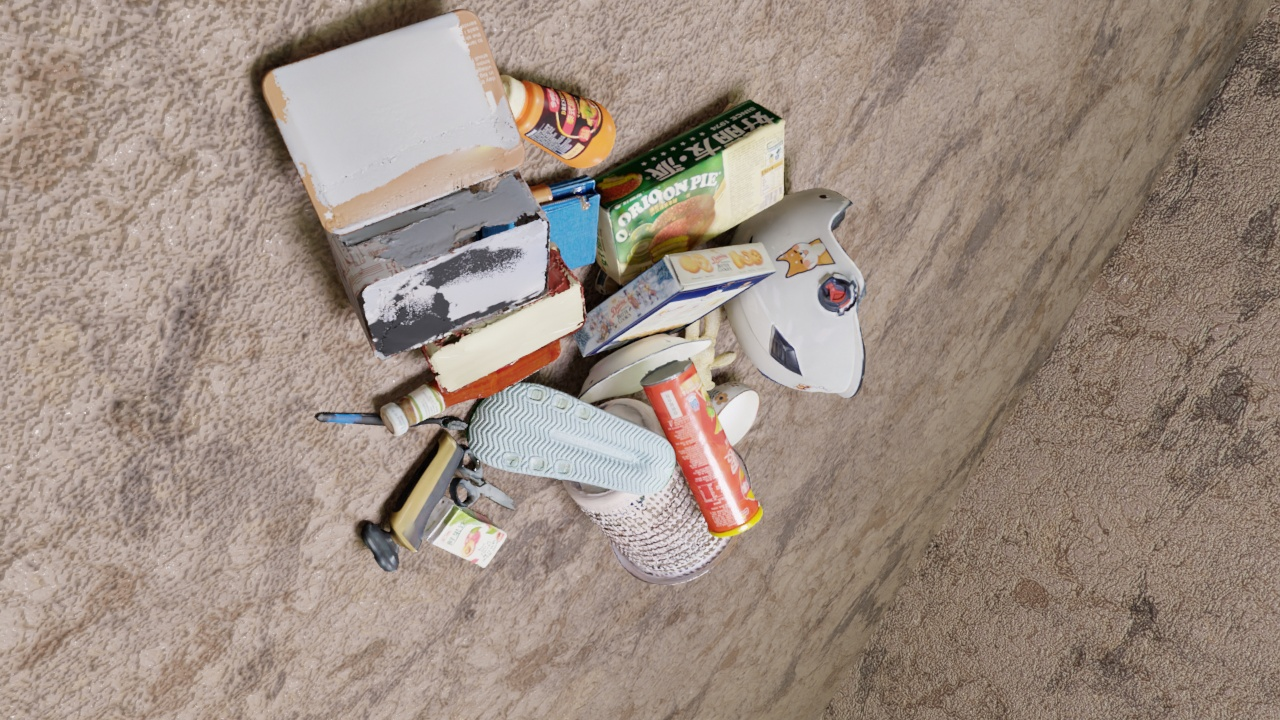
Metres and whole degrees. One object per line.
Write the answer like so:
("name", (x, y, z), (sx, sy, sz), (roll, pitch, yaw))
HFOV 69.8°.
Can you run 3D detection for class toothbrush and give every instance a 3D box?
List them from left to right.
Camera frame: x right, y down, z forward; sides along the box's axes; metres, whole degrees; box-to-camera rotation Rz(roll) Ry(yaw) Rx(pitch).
("toothbrush", (-0.256, 0.064, 0.966), (0.189, 0.016, 0.014), (9, 106, -52))

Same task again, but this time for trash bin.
("trash bin", (0.005, 0.158, 1.212), (0.227, 0.227, 0.192), (-50, 134, -4))

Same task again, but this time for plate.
("plate", (-0.007, 0.007, 1.145), (0.163, 0.034, 0.164), (-14, 164, -45))

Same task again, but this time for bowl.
("bowl", (0.122, 0.076, 1.389), (0.113, 0.062, 0.114), (-30, 140, -28))

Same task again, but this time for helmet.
("helmet", (0.185, -0.083, 1.178), (0.157, 0.273, 0.230), (-4, 168, -4))

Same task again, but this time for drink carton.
("drink carton", (-0.218, 0.207, 1.116), (0.053, 0.045, 0.122), (-54, 148, -8))

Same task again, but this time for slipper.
("slipper", (-0.079, 0.094, 1.073), (0.245, 0.074, 0.104), (17, 86, -11))

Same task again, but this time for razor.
("razor", (-0.253, 0.155, 1.029), (0.067, 0.062, 0.167), (32, 90, -25))

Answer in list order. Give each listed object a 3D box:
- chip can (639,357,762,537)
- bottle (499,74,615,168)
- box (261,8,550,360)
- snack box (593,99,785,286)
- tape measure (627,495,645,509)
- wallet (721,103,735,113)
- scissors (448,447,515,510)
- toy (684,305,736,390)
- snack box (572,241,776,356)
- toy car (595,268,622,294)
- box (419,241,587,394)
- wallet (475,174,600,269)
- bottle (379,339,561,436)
("chip can", (0.073, 0.106, 1.106), (0.073, 0.073, 0.216), (-33, 105, -27))
("bottle", (-0.091, -0.228, 0.855), (0.149, 0.067, 0.067), (12, 112, -46))
("box", (-0.180, -0.134, 0.766), (0.178, 0.126, 0.274), (-24, 134, -17))
("snack box", (0.054, -0.189, 1.035), (0.239, 0.063, 0.115), (-31, 141, -17))
("tape measure", (-0.008, 0.199, 1.380), (0.058, 0.025, 0.055), (-4, 125, -51))
("wallet", (0.118, -0.257, 1.109), (0.115, 0.024, 0.087), (13, 109, -53))
("scissors", (-0.186, 0.149, 1.123), (0.174, 0.014, 0.136), (-35, 125, -68))
("toy", (0.078, -0.021, 1.255), (0.105, 0.066, 0.157), (-1, 124, -11))
("snack box", (0.038, -0.072, 1.075), (0.177, 0.045, 0.183), (-15, 167, -46))
("toy car", (-0.015, -0.098, 1.088), (0.090, 0.035, 0.042), (-8, 125, -44))
("box", (-0.138, -0.038, 0.914), (0.168, 0.079, 0.091), (-27, 152, -14))
("wallet", (-0.106, -0.129, 0.943), (0.132, 0.040, 0.107), (-22, 137, -26))
("bottle", (-0.179, 0.017, 0.977), (0.205, 0.060, 0.060), (-31, 141, -28))
